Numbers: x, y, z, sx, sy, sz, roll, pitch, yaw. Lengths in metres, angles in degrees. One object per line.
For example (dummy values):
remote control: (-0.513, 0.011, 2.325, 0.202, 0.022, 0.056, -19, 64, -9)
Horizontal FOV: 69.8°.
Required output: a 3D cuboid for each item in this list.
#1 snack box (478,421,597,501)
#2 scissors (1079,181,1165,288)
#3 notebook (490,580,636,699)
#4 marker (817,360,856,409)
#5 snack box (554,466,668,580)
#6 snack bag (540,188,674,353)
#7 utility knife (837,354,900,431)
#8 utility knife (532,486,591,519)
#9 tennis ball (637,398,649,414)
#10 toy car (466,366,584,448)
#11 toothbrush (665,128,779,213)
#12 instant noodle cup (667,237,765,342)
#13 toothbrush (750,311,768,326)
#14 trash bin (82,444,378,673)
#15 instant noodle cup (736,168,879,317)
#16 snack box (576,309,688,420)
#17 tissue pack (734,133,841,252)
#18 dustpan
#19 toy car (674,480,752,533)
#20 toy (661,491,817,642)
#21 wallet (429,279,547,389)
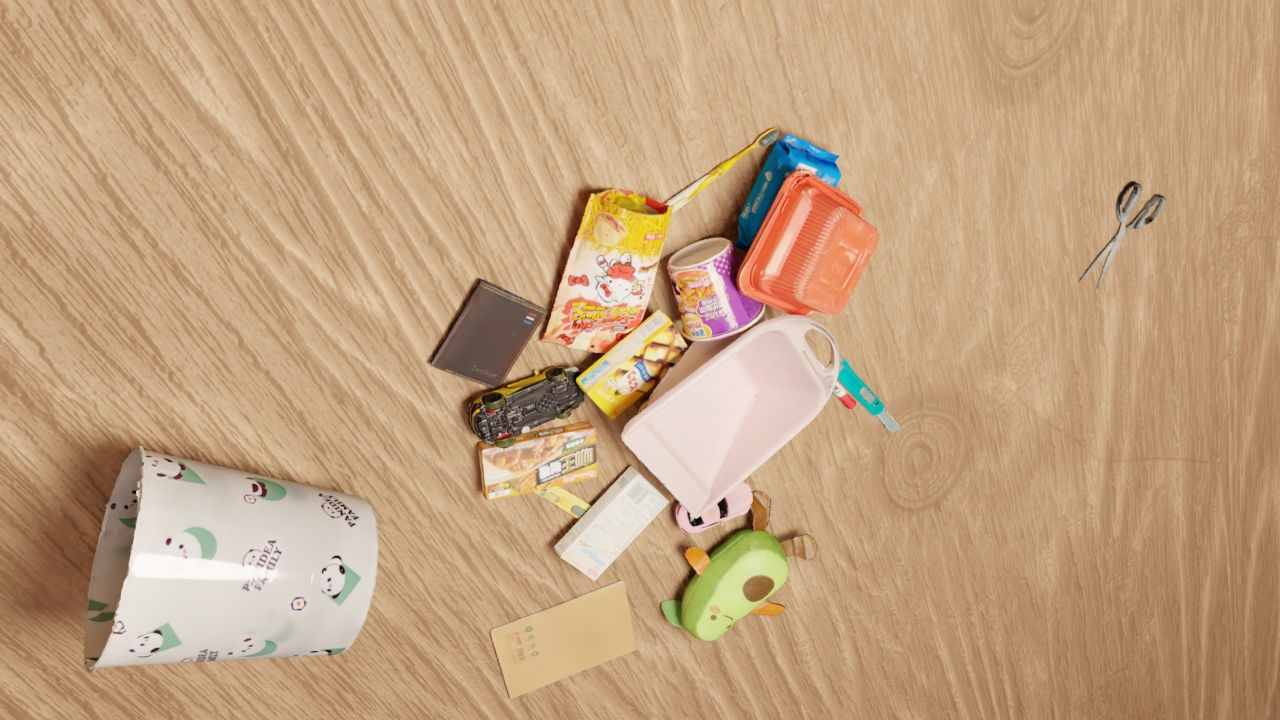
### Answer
snack box: (-0.132, 0.131, 1.197, 0.153, 0.026, 0.075, -10, 113, -20)
scissors: (0.749, -0.197, 1.426, 0.174, 0.014, 0.159, -29, 124, -6)
notebook: (-0.111, 0.420, 1.376, 0.207, 0.008, 0.148, -18, 122, -15)
marker: (0.272, 0.027, 1.331, 0.017, 0.017, 0.145, -45, 125, 4)
snack box: (-0.039, 0.229, 1.282, 0.156, 0.027, 0.084, -46, 130, -3)
snack bag: (-0.037, -0.101, 1.108, 0.128, 0.073, 0.208, 4, 122, -26)
utility knife: (0.339, 0.053, 1.377, 0.029, 0.013, 0.205, -46, 124, 4)
utility knife: (-0.101, 0.197, 1.261, 0.165, 0.018, 0.031, 38, 91, -30)
tennis ball: (0.028, 0.079, 1.221, 0.065, 0.065, 0.065, -10, 120, -19)
toy car: (-0.139, 0.055, 1.148, 0.155, 0.041, 0.071, -24, 123, -22)
toothbrush: (0.092, -0.225, 1.117, 0.191, 0.018, 0.016, -36, 123, -3)
instant noodle cup: (0.087, -0.091, 1.137, 0.111, 0.111, 0.099, -28, 115, -8)
toothbrush: (0.151, -0.066, 1.222, 0.026, 0.026, 0.221, -20, 125, 11)
trash bin: (-0.442, 0.225, 1.006, 0.251, 0.229, 0.230, 15, 109, -34)
instant noodle cup: (0.212, -0.129, 1.108, 0.188, 0.079, 0.164, 14, 105, -49)
snack box: (-0.007, 0.007, 1.170, 0.140, 0.033, 0.087, -38, 147, -1)
tissue pack: (0.181, -0.198, 1.148, 0.094, 0.052, 0.157, 13, 110, -33)
dustpan: (0.133, 0.064, 1.177, 0.222, 0.139, 0.272, 47, 65, -44)
toy car: (0.108, 0.212, 1.335, 0.122, 0.037, 0.056, -20, 98, -15)
toy: (0.150, 0.330, 1.395, 0.227, 0.090, 0.247, 40, 92, -25)
wallet: (-0.181, -0.029, 1.101, 0.096, 0.020, 0.122, 25, 106, -32)
